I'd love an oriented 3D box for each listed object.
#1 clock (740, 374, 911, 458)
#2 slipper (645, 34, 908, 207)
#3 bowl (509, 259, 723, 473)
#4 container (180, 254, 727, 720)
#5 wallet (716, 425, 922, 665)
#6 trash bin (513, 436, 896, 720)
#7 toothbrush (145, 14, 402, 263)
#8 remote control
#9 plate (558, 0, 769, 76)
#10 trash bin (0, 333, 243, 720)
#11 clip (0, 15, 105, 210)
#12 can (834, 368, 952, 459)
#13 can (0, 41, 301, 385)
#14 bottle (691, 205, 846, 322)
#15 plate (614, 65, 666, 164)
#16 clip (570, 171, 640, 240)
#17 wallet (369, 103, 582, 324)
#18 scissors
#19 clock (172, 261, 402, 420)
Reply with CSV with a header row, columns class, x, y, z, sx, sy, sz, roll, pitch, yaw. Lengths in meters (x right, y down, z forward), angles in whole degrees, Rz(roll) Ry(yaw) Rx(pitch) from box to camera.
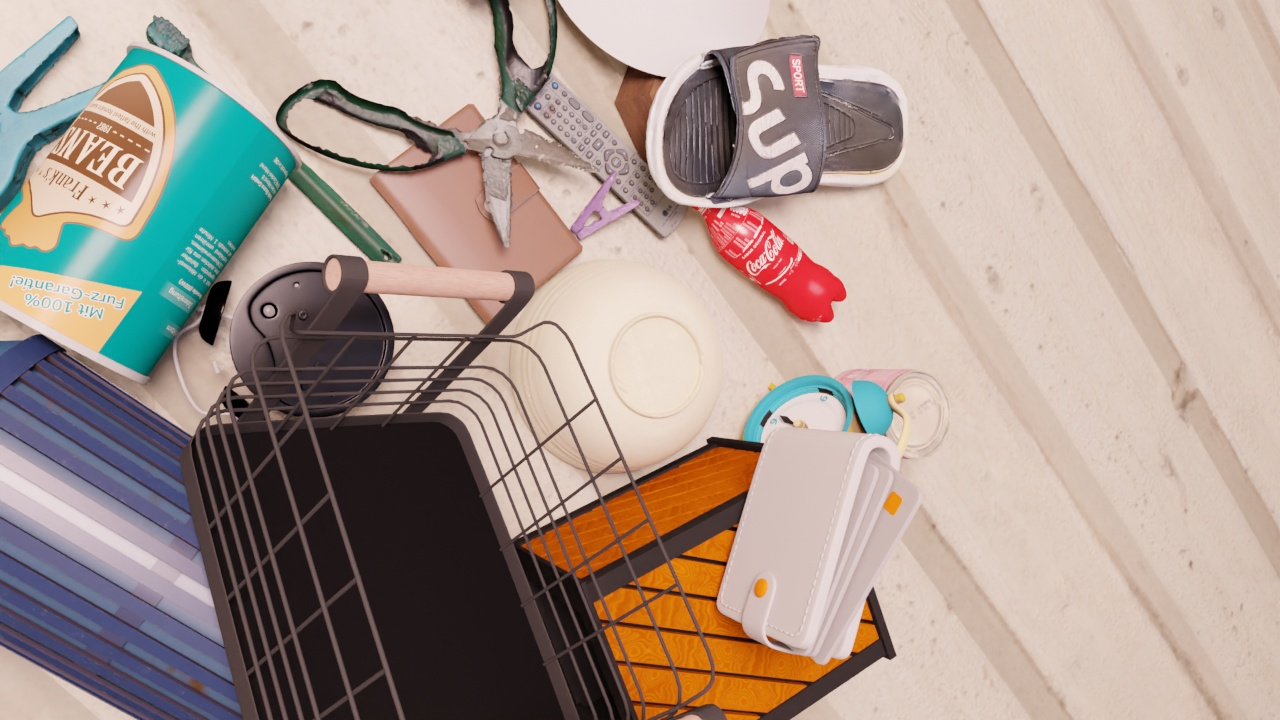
class,x,y,z,sx,sy,sz,roll,pitch,yaw
clock,0.125,0.053,0.641,0.099,0.130,0.044,-54,128,-17
slipper,0.116,-0.167,0.647,0.263,0.063,0.111,-10,101,-40
bowl,-0.004,0.004,0.610,0.150,0.075,0.150,0,90,-26
container,-0.085,0.088,0.419,0.162,0.131,0.241,0,58,-48
wallet,0.094,0.094,0.475,0.037,0.115,0.118,22,81,-23
trash bin,0.034,0.151,0.590,0.171,0.140,0.140,-24,99,-23
toothbrush,-0.214,-0.125,0.544,0.190,0.017,0.016,47,71,-17
remote control,-0.022,-0.140,0.635,0.136,0.013,0.033,42,74,-19
plate,0.020,-0.282,0.625,0.173,0.036,0.173,5,77,-21
trash bin,-0.244,0.105,0.464,0.249,0.139,0.139,39,74,-18
clip,-0.326,-0.111,0.488,0.130,0.030,0.120,-27,96,-22
can,0.185,0.039,0.696,0.067,0.076,0.067,0,90,-25
can,-0.261,-0.074,0.476,0.099,0.099,0.143,35,76,-21
bottle,0.091,-0.077,0.672,0.141,0.042,0.042,35,75,-20
plate,0.048,-0.185,0.662,0.131,0.025,0.131,0,89,-25
clip,-0.026,-0.101,0.628,0.050,0.013,0.029,-44,107,4
wallet,-0.103,-0.095,0.597,0.087,0.013,0.121,-43,105,-19
scissors,-0.124,-0.170,0.580,0.205,0.015,0.201,0,79,-19
clock,-0.204,-0.008,0.533,0.120,0.043,0.091,-19,98,-24
